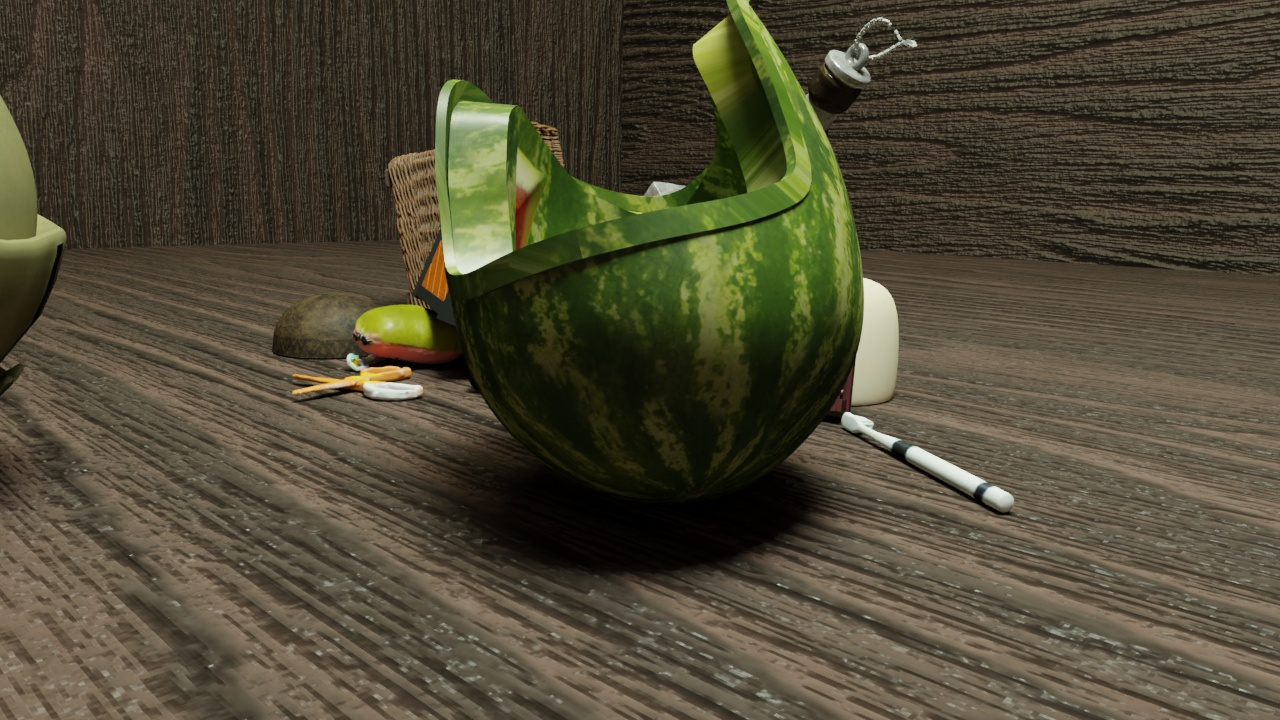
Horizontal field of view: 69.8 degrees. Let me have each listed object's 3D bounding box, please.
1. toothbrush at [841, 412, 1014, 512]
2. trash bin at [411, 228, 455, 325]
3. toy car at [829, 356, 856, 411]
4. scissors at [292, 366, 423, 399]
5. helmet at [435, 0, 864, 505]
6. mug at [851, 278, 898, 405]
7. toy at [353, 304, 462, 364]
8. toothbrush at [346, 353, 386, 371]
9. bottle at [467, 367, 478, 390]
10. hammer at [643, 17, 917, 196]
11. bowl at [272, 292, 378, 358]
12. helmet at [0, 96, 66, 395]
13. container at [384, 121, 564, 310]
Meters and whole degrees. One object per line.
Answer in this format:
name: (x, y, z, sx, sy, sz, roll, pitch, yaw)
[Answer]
toothbrush: (0.174, 0.059, 0.575, 0.017, 0.012, 0.187, 2, 10, -15)
trash bin: (-0.113, -0.089, 0.869, 0.139, 0.139, 0.172, 23, 1, -23)
toy car: (0.074, 0.003, 0.704, 0.170, 0.070, 0.061, 6, 0, 24)
scissors: (-0.229, 0.019, 0.754, 0.131, 0.011, 0.125, 8, 11, 33)
helmet: (0.009, -0.042, 0.490, 0.213, 0.246, 0.243, -13, -34, 12)
mug: (0.174, -0.023, 0.775, 0.120, 0.100, 0.096, -9, 15, -43)
toy: (-0.218, -0.026, 0.861, 0.090, 0.051, 0.109, 25, 12, 39)
toothbrush: (-0.243, -0.011, 0.901, 0.022, 0.015, 0.154, 37, 15, 3)
bottle: (-0.071, -0.001, 0.735, 0.144, 0.043, 0.043, -10, 6, 21)
hammer: (0.107, -0.153, 0.782, 0.079, 0.327, 0.176, 1, 50, -36)
bowl: (-0.313, -0.040, 0.939, 0.121, 0.056, 0.121, 1, 10, 0)
helmet: (-0.404, -0.058, 0.423, 0.232, 0.256, 0.250, -7, 14, -22)
container: (-0.203, -0.167, 1.171, 0.183, 0.250, 0.162, -3, 8, 25)
